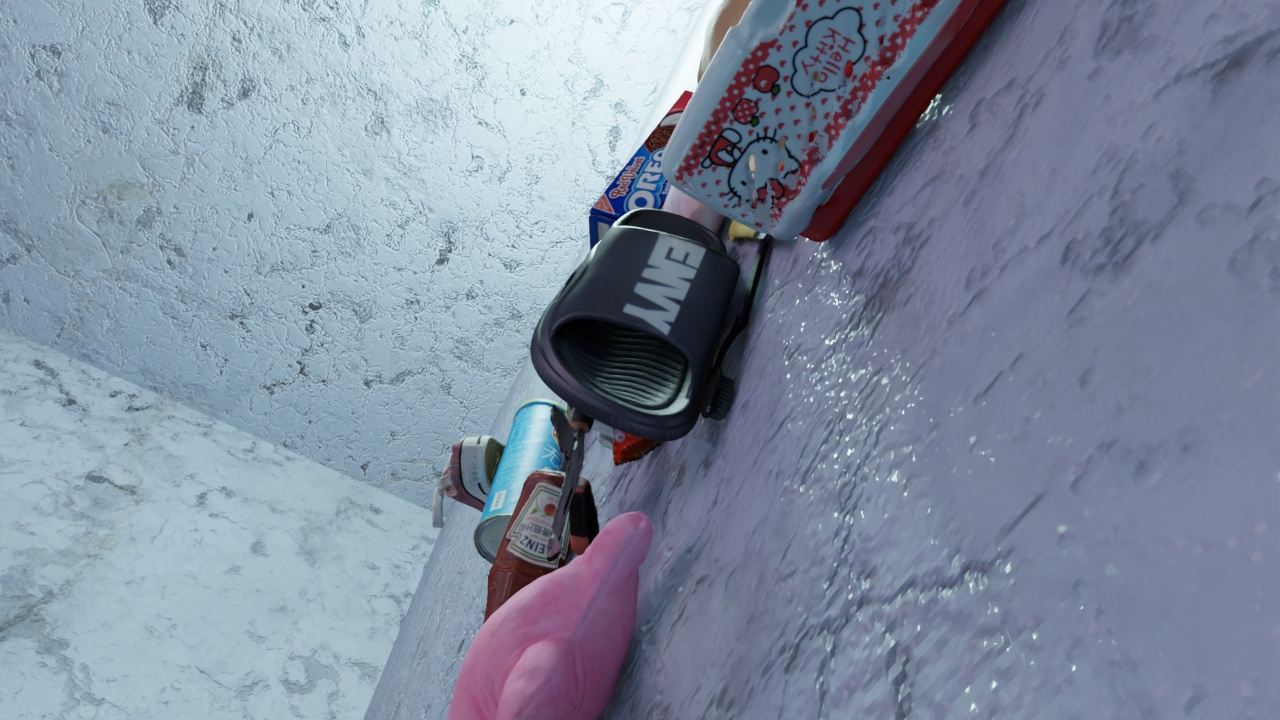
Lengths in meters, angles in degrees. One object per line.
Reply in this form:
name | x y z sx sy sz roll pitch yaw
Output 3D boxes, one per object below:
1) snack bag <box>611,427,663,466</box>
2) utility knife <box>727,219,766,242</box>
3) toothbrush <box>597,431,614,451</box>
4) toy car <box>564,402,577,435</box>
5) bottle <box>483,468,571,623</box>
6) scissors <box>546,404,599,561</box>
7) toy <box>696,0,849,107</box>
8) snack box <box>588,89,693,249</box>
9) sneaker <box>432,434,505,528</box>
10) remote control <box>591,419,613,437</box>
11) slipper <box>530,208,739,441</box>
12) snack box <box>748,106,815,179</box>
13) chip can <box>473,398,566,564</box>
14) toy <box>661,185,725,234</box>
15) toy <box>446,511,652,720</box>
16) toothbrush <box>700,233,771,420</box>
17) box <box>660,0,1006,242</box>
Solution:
snack bag | -0.006 0.028 0.654 0.045 0.026 0.105 -41 32 30
utility knife | 0.072 -0.092 0.614 0.178 0.019 0.031 -58 -7 -83
toothbrush | 0.004 -0.008 0.798 0.020 0.029 0.189 3 58 34
toy car | -0.064 0.041 1.007 0.042 0.035 0.090 -99 33 -76
bottle | -0.098 0.186 0.734 0.060 0.060 0.205 -51 16 55
scissors | -0.039 0.059 0.596 0.225 0.015 0.188 86 -172 -59
toy | 0.082 -0.190 0.540 0.227 0.082 0.143 -42 21 41
snack box | 0.022 -0.171 0.856 0.206 0.057 0.058 -57 -19 -35
sneaker | -0.191 0.140 1.071 0.241 0.088 0.118 70 -162 -71
remote control | -0.004 0.004 0.718 0.125 0.049 0.024 -62 11 18
slipper | 0.008 -0.054 0.583 0.267 0.110 0.083 -70 0 -58
snack box | 0.104 -0.173 0.649 0.085 0.026 0.157 -61 10 20
chip can | -0.120 0.126 0.980 0.071 0.071 0.209 -60 11 29
toy | 0.057 -0.150 0.782 0.159 0.054 0.121 -62 -2 -30
toy | -0.061 0.173 0.489 0.178 0.074 0.195 -56 0 -31
toothbrush | 0.067 -0.037 0.554 0.014 0.016 0.188 -42 20 50
box | 0.097 -0.156 0.422 0.202 0.100 0.094 -56 12 38
